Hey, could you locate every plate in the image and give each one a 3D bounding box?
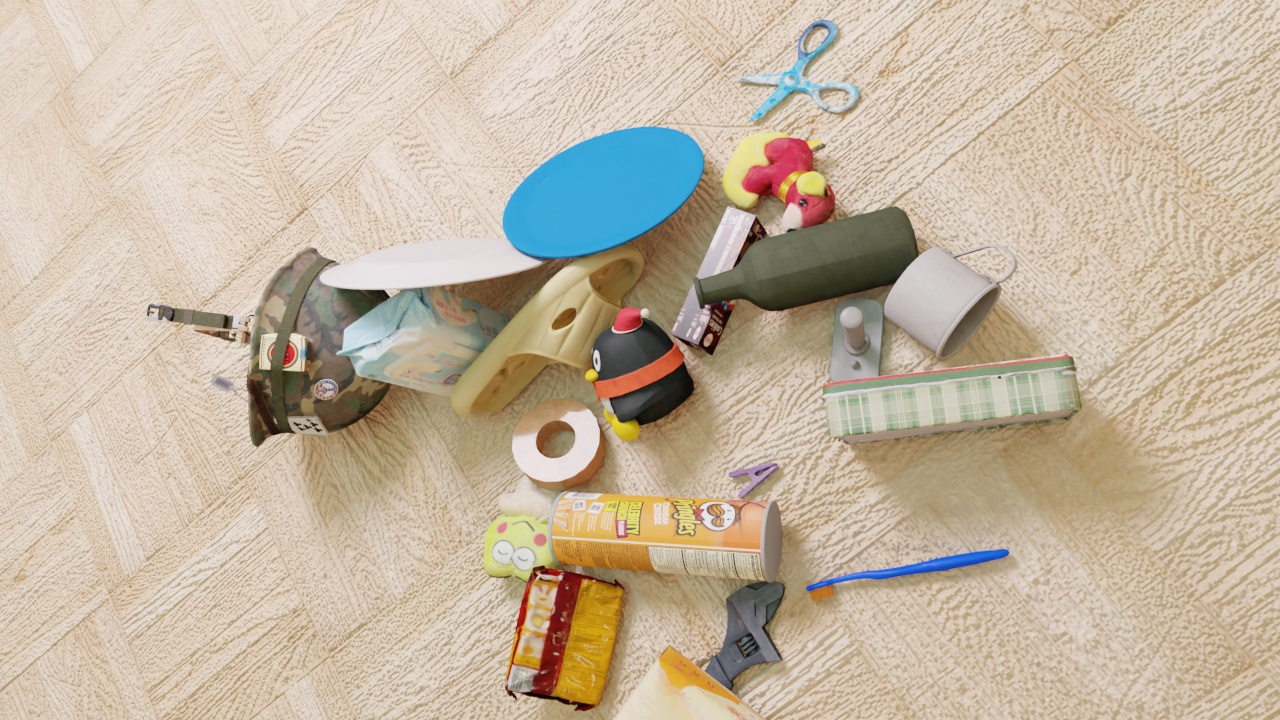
[{"bbox_3d":[-0.038,-0.175,0.973,0.224,0.024,0.223,-14,42,12],"label":"plate"},{"bbox_3d":[-0.211,-0.108,0.963,0.243,0.241,0.016,2,108,22],"label":"plate"}]

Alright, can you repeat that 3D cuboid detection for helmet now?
[{"bbox_3d":[-0.391,-0.015,1.018,0.236,0.193,0.224,28,81,-8],"label":"helmet"}]

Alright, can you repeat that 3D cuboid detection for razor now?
[{"bbox_3d":[0.197,-0.026,0.843,0.047,0.116,0.088,4,80,17],"label":"razor"}]

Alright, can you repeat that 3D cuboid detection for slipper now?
[{"bbox_3d":[-0.089,-0.014,0.956,0.262,0.111,0.079,-42,66,11],"label":"slipper"}]

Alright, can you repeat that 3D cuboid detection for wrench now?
[{"bbox_3d":[0.057,0.324,0.871,0.073,0.022,0.273,36,92,22],"label":"wrench"}]

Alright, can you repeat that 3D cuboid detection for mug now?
[{"bbox_3d":[0.282,-0.064,0.832,0.070,0.084,0.113,42,113,26],"label":"mug"}]

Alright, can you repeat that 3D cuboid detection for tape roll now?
[{"bbox_3d":[-0.085,0.088,0.961,0.094,0.027,0.093,-5,62,9],"label":"tape roll"}]

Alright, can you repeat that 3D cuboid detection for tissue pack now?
[{"bbox_3d":[-0.219,-0.019,0.967,0.112,0.181,0.070,-28,69,20],"label":"tissue pack"}]

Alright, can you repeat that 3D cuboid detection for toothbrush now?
[{"bbox_3d":[0.240,0.194,0.832,0.183,0.016,0.018,-15,78,18],"label":"toothbrush"}]

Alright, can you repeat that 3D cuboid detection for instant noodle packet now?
[{"bbox_3d":[-0.076,0.276,0.909,0.098,0.040,0.135,14,83,-6],"label":"instant noodle packet"}]

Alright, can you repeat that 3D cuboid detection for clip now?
[{"bbox_3d":[0.108,0.112,0.904,0.046,0.014,0.050,36,96,27],"label":"clip"}]

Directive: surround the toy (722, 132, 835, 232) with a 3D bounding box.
[{"bbox_3d":[0.147,-0.185,0.934,0.105,0.067,0.137,-45,55,4],"label":"toy"}]

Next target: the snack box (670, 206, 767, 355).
[{"bbox_3d":[0.081,-0.080,0.935,0.032,0.051,0.141,23,87,24],"label":"snack box"}]

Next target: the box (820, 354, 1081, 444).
[{"bbox_3d":[0.269,0.038,0.803,0.206,0.117,0.050,-8,80,21],"label":"box"}]

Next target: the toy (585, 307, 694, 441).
[{"bbox_3d":[-0.006,0.005,0.916,0.099,0.097,0.119,-25,103,-5],"label":"toy"}]

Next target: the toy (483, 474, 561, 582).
[{"bbox_3d":[-0.117,0.175,0.960,0.092,0.046,0.115,8,73,20],"label":"toy"}]

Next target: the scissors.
[{"bbox_3d":[0.170,-0.308,0.975,0.134,0.012,0.134,9,82,24],"label":"scissors"}]

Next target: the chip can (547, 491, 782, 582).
[{"bbox_3d":[0.023,0.169,0.889,0.215,0.075,0.075,-1,78,21],"label":"chip can"}]

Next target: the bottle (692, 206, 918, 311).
[{"bbox_3d":[0.154,-0.089,0.875,0.207,0.071,0.071,-14,73,4],"label":"bottle"}]

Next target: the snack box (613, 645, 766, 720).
[{"bbox_3d":[0.058,0.375,0.810,0.195,0.080,0.145,35,92,13],"label":"snack box"}]
